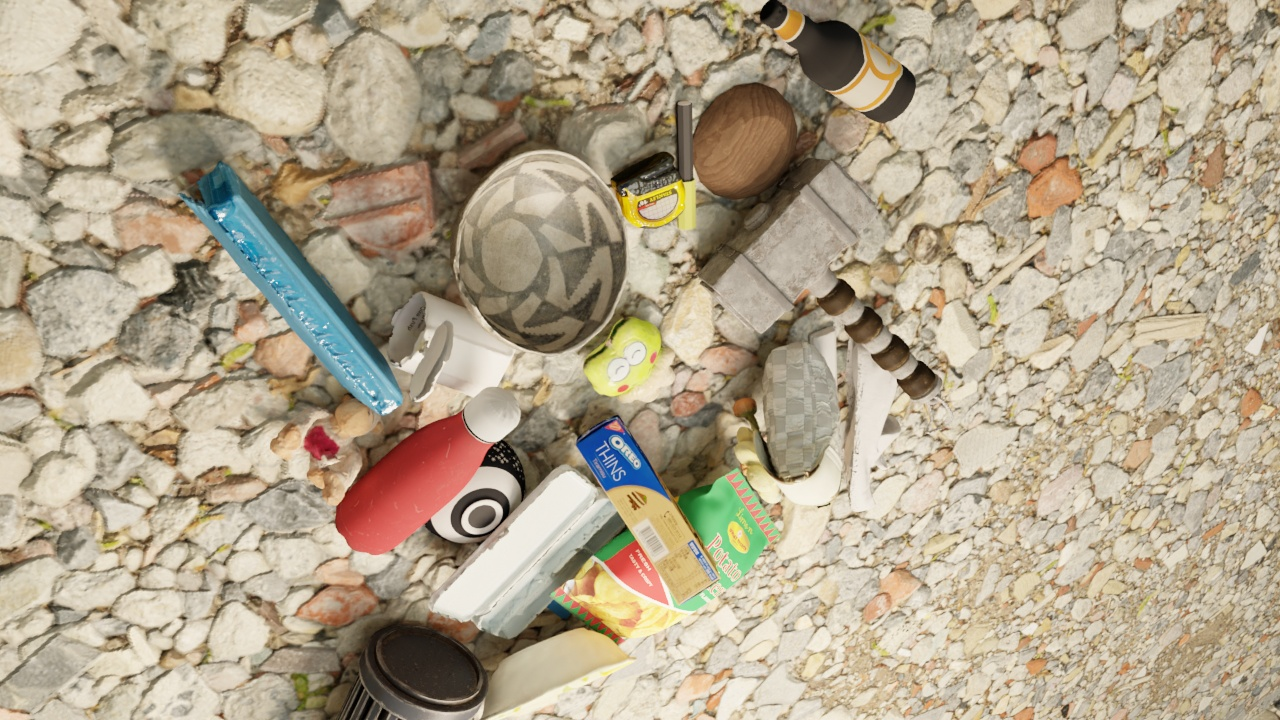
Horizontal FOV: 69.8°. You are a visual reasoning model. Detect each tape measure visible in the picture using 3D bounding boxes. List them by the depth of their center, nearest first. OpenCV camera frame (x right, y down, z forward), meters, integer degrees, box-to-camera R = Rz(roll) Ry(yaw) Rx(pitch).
[{"bbox_3d":[0.009,-0.159,0.877,0.065,0.037,0.064,-30,127,-6],"label":"tape measure"}]

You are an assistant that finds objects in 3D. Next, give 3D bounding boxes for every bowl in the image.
[{"bbox_3d":[-0.100,-0.096,0.823,0.178,0.081,0.178,-7,102,-38],"label":"bowl"},{"bbox_3d":[0.109,-0.210,0.902,0.117,0.030,0.118,-13,123,-20],"label":"bowl"},{"bbox_3d":[-0.172,0.142,0.944,0.120,0.066,0.120,-13,123,-20],"label":"bowl"},{"bbox_3d":[-0.106,0.364,1.083,0.218,0.060,0.189,-6,155,-41],"label":"bowl"}]

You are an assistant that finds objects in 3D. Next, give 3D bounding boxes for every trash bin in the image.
[{"bbox_3d":[-0.274,0.420,1.003,0.164,0.164,0.228,19,105,-34],"label":"trash bin"}]

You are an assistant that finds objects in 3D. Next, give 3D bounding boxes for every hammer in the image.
[{"bbox_3d":[0.229,-0.044,0.963,0.326,0.079,0.177,42,95,-17],"label":"hammer"}]

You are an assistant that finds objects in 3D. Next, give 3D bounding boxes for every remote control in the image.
[{"bbox_3d":[0.223,0.020,1.109,0.033,0.012,0.131,-20,125,-16],"label":"remote control"}]

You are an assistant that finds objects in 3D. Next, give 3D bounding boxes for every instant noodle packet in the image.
[{"bbox_3d":[0.038,0.242,1.090,0.253,0.090,0.195,-34,140,0],"label":"instant noodle packet"}]

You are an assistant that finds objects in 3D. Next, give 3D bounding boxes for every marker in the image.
[{"bbox_3d":[0.044,-0.188,0.891,0.021,0.017,0.124,-39,136,-45],"label":"marker"}]

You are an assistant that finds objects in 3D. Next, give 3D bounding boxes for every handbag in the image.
[{"bbox_3d":[0.164,0.072,1.034,0.123,0.171,0.112,-9,154,23],"label":"handbag"}]

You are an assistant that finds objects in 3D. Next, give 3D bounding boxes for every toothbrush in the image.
[{"bbox_3d":[-0.129,0.264,1.076,0.016,0.014,0.166,-40,132,-3],"label":"toothbrush"}]

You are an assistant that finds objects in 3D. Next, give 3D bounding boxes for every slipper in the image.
[{"bbox_3d":[0.282,0.078,1.127,0.075,0.112,0.247,8,118,15],"label":"slipper"}]

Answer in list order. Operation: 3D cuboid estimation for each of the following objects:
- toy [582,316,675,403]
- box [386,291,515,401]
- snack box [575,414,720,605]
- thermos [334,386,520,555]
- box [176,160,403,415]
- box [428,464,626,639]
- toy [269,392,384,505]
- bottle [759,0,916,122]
[{"bbox_3d":[-0.006,0.006,0.964,0.092,0.046,0.115,-49,136,2],"label":"toy"},{"bbox_3d":[-0.157,0.001,0.816,0.106,0.150,0.080,23,104,-33],"label":"box"},{"bbox_3d":[0.009,0.156,0.983,0.057,0.056,0.206,-33,91,0],"label":"snack box"},{"bbox_3d":[-0.195,0.099,0.849,0.073,0.073,0.241,25,130,-36],"label":"thermos"},{"bbox_3d":[-0.284,-0.048,0.758,0.052,0.093,0.232,-34,129,-7],"label":"box"},{"bbox_3d":[-0.116,0.212,1.000,0.208,0.037,0.189,-47,144,-2],"label":"box"},{"bbox_3d":[-0.275,0.073,0.845,0.085,0.074,0.105,50,57,-7],"label":"toy"},{"bbox_3d":[0.185,-0.290,0.875,0.181,0.059,0.059,19,108,-34],"label":"bottle"}]
